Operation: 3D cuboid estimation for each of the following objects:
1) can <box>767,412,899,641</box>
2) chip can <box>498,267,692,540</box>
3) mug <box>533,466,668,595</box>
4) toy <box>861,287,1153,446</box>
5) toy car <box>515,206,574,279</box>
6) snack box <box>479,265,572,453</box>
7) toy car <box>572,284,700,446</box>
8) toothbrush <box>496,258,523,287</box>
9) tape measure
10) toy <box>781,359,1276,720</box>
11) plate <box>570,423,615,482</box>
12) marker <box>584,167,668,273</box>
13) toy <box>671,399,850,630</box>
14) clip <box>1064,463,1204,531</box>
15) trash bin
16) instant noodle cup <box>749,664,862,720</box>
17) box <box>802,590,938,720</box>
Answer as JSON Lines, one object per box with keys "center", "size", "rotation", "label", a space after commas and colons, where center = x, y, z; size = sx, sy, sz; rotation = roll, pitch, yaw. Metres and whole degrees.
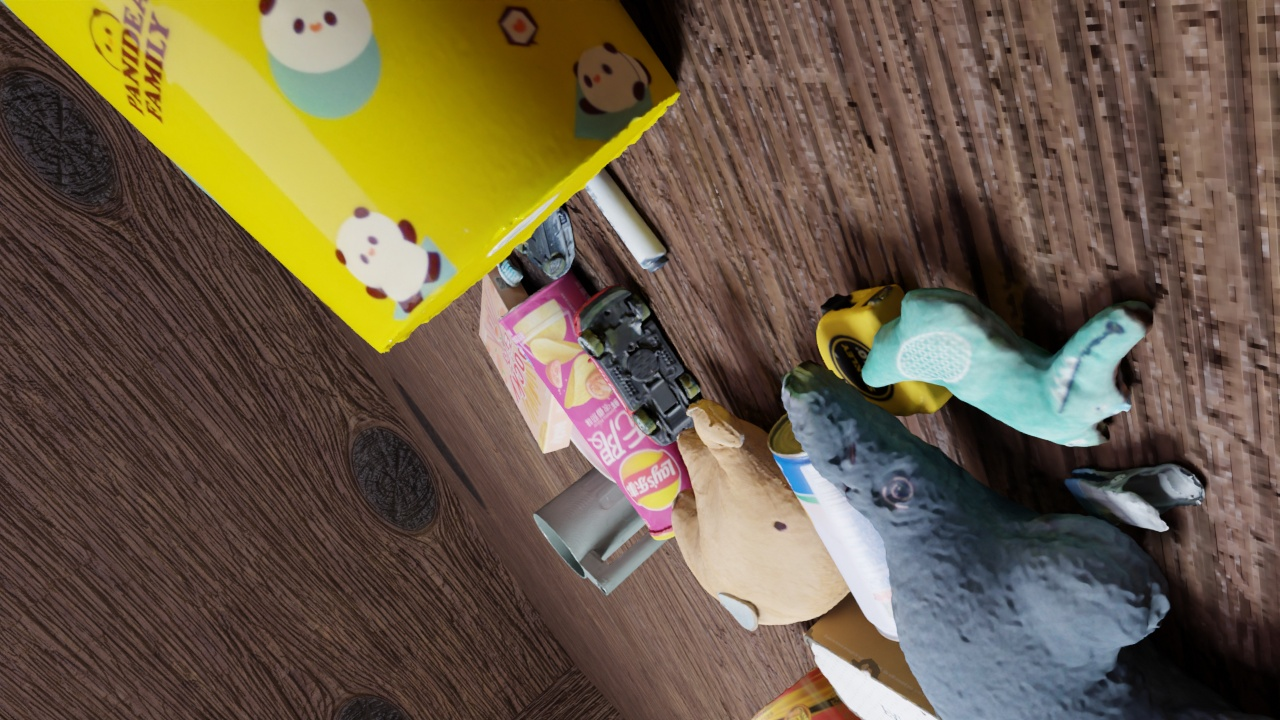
{"center": [0.121, 0.085, 0.490], "size": [0.134, 0.053, 0.053], "rotation": [59, 161, -19], "label": "can"}
{"center": [-0.020, 0.034, 0.705], "size": [0.210, 0.071, 0.071], "rotation": [55, 162, -7], "label": "chip can"}
{"center": [-0.032, 0.166, 0.925], "size": [0.124, 0.103, 0.084], "rotation": [33, 154, 42], "label": "mug"}
{"center": [0.134, 0.000, 0.331], "size": [0.092, 0.030, 0.097], "rotation": [27, 149, 8], "label": "toy"}
{"center": [-0.069, -0.097, 0.637], "size": [0.043, 0.034, 0.091], "rotation": [42, 157, 35], "label": "toy car"}
{"center": [-0.101, -0.004, 0.804], "size": [0.157, 0.026, 0.085], "rotation": [57, 148, 35], "label": "snack box"}
{"center": [-0.004, 0.004, 0.637], "size": [0.120, 0.052, 0.045], "rotation": [59, 163, -23], "label": "toy car"}
{"center": [-0.178, -0.150, 0.810], "size": [0.224, 0.026, 0.027], "rotation": [50, 140, 7], "label": "toothbrush"}
{"center": [0.106, -0.005, 0.399], "size": [0.060, 0.028, 0.057], "rotation": [56, 160, -12], "label": "tape measure"}
{"center": [0.184, 0.139, 0.379], "size": [0.356, 0.091, 0.138], "rotation": [46, 161, 15], "label": "toy"}
{"center": [-0.037, 0.054, 0.831], "size": [0.192, 0.039, 0.193], "rotation": [45, 160, 21], "label": "plate"}
{"center": [-0.027, -0.107, 0.545], "size": [0.130, 0.018, 0.023], "rotation": [54, 170, -2], "label": "marker"}
{"center": [0.077, 0.095, 0.574], "size": [0.143, 0.082, 0.226], "rotation": [28, 151, 20], "label": "toy"}
{"center": [0.181, 0.052, 0.342], "size": [0.024, 0.029, 0.057], "rotation": [53, 168, 2], "label": "clip"}
{"center": [-0.132, -0.158, 0.406], "size": [0.255, 0.229, 0.230], "rotation": [49, 162, -8], "label": "trash bin"}
{"center": [0.152, 0.301, 0.711], "size": [0.108, 0.137, 0.138], "rotation": [53, 164, 26], "label": "instant noodle cup"}
{"center": [0.186, 0.209, 0.563], "size": [0.184, 0.059, 0.090], "rotation": [15, 140, 58], "label": "box"}
